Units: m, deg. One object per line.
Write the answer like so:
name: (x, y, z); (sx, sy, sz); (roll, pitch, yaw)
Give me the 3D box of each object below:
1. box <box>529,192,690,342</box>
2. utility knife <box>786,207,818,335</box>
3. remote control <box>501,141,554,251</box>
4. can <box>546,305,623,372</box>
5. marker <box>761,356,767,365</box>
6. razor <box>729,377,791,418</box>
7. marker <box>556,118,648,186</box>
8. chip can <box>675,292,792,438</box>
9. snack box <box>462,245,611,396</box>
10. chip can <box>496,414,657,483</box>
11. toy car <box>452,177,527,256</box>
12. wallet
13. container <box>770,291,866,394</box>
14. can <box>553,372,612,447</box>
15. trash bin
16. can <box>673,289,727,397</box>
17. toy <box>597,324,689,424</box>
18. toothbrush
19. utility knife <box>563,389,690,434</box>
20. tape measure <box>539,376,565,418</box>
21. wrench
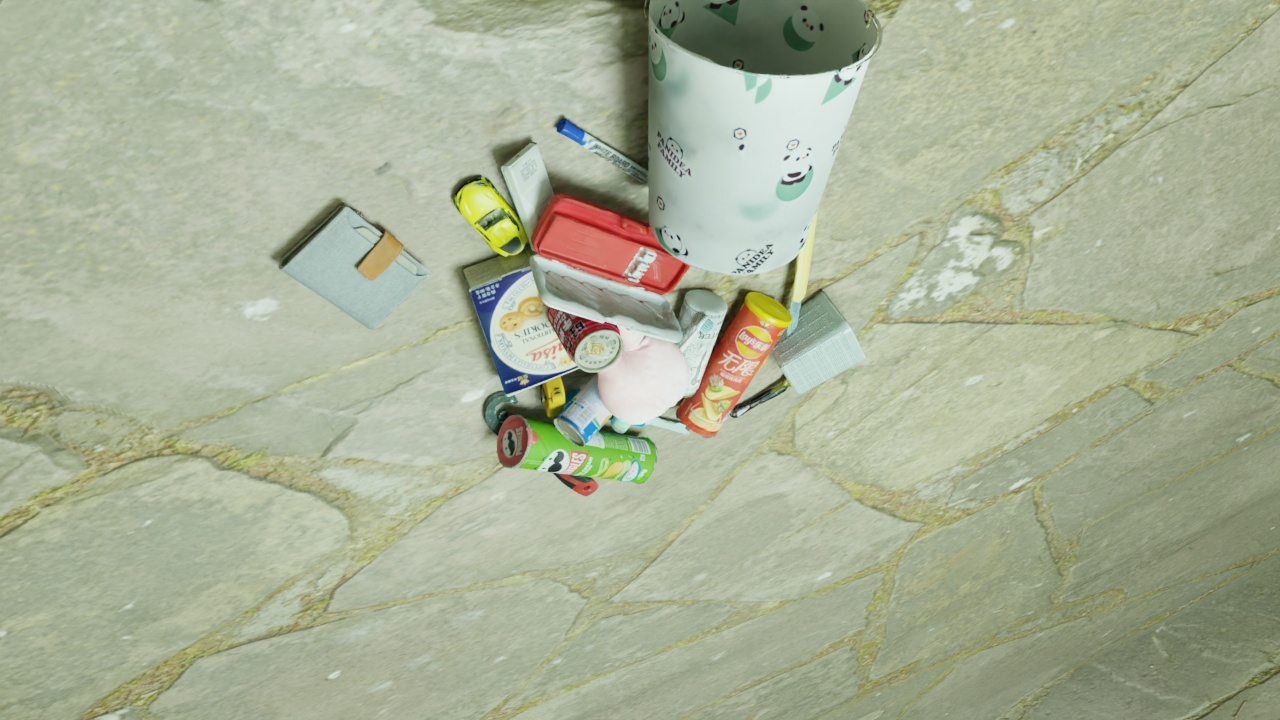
box: (-0.023, -0.099, 1.036); (0.201, 0.100, 0.110); (15, 119, -36)
utility knife: (0.218, -0.124, 1.236); (0.030, 0.021, 0.202); (-15, 119, -30)
remote control: (-0.116, -0.178, 1.021); (0.048, 0.024, 0.125); (-49, 142, -28)
can: (-0.064, -0.037, 1.068); (0.066, 0.093, 0.067); (-15, 133, -17)
marker: (0.146, 0.035, 1.361); (0.018, 0.015, 0.124); (23, 117, -34)
razor: (0.198, 0.048, 1.394); (0.143, 0.022, 0.043); (-33, 133, 3)
marker: (-0.034, -0.231, 1.034); (0.145, 0.017, 0.017); (23, 115, -39)
chip can: (0.129, 0.009, 1.290); (0.073, 0.073, 0.217); (9, 124, -33)
snack box: (-0.107, -0.061, 1.125); (0.177, 0.045, 0.183); (-22, 134, -10)
chip can: (-0.082, 0.126, 1.269); (0.235, 0.072, 0.072); (13, 121, -42)
toy car: (-0.164, -0.157, 1.022); (0.048, 0.032, 0.105); (-34, 134, 5)
wallet: (-0.305, -0.099, 0.998); (0.107, 0.037, 0.129); (-39, 135, 10)
container: (0.245, -0.021, 1.312); (0.111, 0.090, 0.090); (-33, 135, 7)
can: (-0.051, 0.048, 1.208); (0.134, 0.053, 0.053); (-48, 140, -22)
trash bin: (0.109, -0.243, 0.963); (0.229, 0.229, 0.252); (-13, 139, -17)
can: (0.069, -0.022, 1.240); (0.058, 0.058, 0.147); (-2, 129, -26)
toy: (-0.007, 0.007, 1.159); (0.121, 0.054, 0.159); (-38, 119, -7)
toothbrush: (0.027, 0.019, 1.228); (0.225, 0.027, 0.026); (-52, 165, 32)
utility knife: (-0.013, 0.080, 1.316); (0.234, 0.018, 0.034); (18, 119, -36)
tape measure: (-0.118, 0.040, 1.200); (0.029, 0.057, 0.060); (-11, 158, -16)
wrench: (-0.138, 0.127, 1.297); (0.056, 0.016, 0.273); (-34, 135, 5)
